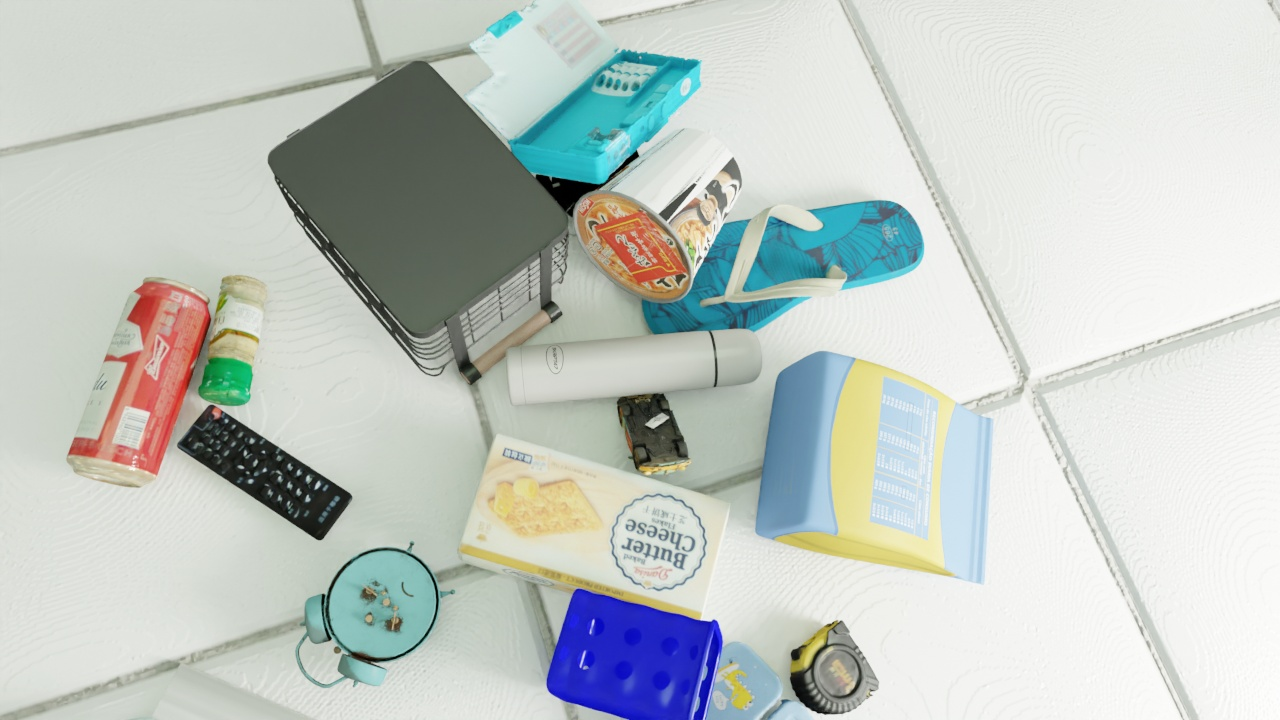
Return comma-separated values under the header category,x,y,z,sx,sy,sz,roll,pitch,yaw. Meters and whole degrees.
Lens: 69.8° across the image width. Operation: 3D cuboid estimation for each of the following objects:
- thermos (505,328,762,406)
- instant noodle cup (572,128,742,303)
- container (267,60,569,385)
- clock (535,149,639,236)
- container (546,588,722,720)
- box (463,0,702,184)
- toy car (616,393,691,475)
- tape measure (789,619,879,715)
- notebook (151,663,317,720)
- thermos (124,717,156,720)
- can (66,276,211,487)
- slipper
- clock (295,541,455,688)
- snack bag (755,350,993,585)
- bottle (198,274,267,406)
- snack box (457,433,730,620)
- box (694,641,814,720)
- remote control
category,x,y,z,sx,sy,sz,roll,pitch,yaw
thermos,-0.005,0.005,0.814,0.224,0.052,0.052,-5,72,-5
instant noodle cup,0.024,-0.138,0.823,0.123,0.124,0.121,35,61,6
container,-0.185,-0.117,0.800,0.162,0.130,0.241,-39,79,-16
clock,-0.047,-0.170,0.879,0.091,0.043,0.120,36,72,6
container,-0.003,0.235,0.711,0.114,0.085,0.084,10,64,15
box,-0.060,-0.252,0.851,0.182,0.072,0.226,30,46,6
toy car,0.010,0.071,0.796,0.047,0.047,0.111,-8,32,-9
tape measure,0.157,0.261,0.760,0.062,0.038,0.067,-29,80,-23
notebook,-0.335,0.358,0.690,0.142,0.009,0.209,22,71,2
thermos,-0.359,0.360,0.647,0.078,0.065,0.206,-28,70,31
can,-0.414,0.018,0.765,0.067,0.067,0.170,11,71,-2
slipper,0.138,-0.098,0.867,0.294,0.060,0.118,-17,71,-11
clock,-0.214,0.206,0.730,0.124,0.053,0.090,-40,79,-17
snack bag,0.215,0.096,0.794,0.205,0.102,0.158,16,70,-14
bottle,-0.352,-0.018,0.796,0.043,0.043,0.111,4,71,-5
snack box,-0.038,0.144,0.767,0.208,0.058,0.104,17,70,0
box,0.044,0.327,0.715,0.208,0.034,0.127,-36,78,-23
remote control,-0.316,0.095,0.775,0.150,0.022,0.047,32,72,7
